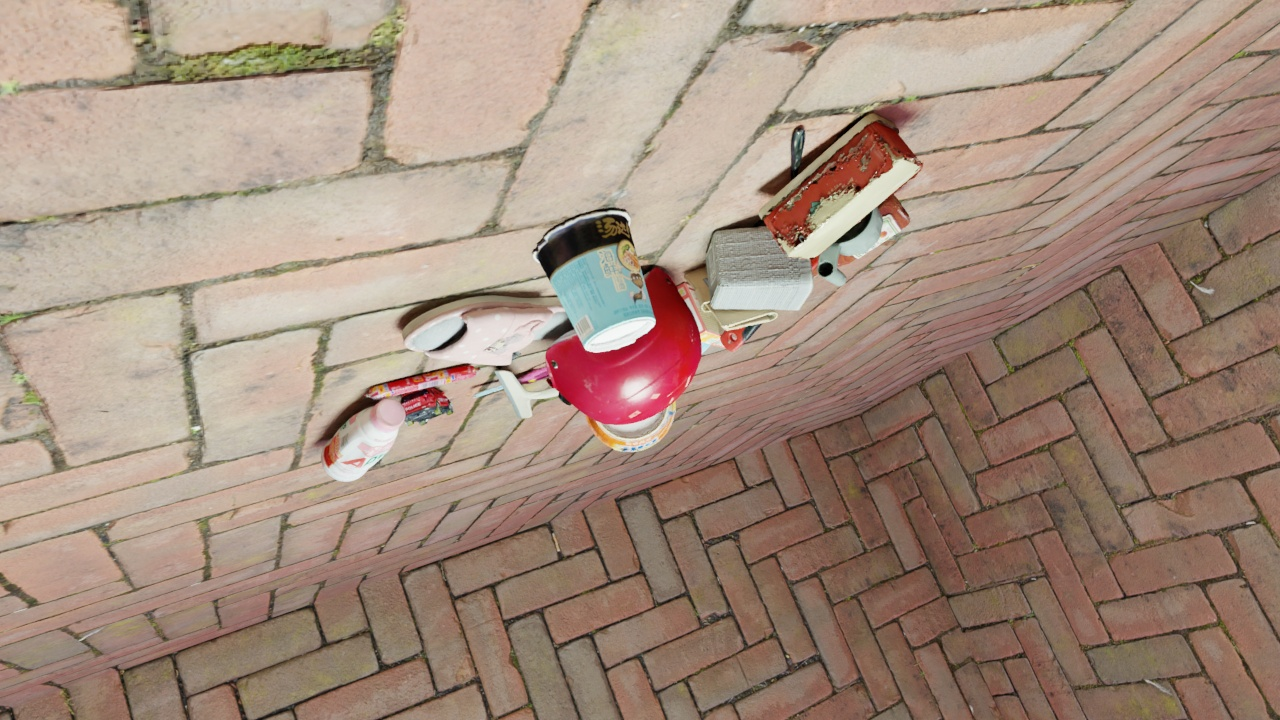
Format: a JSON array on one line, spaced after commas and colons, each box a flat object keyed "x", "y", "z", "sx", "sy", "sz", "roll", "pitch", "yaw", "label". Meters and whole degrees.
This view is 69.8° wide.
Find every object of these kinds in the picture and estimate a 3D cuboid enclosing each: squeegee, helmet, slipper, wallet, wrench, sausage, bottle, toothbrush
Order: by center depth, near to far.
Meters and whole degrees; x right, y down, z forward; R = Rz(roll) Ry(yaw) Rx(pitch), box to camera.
[{"x": 0.171, "y": -0.210, "z": 1.008, "sx": 0.015, "sy": 0.018, "sz": 0.181, "roll": -20, "pitch": 165, "yaw": 2, "label": "toothbrush"}, {"x": -0.157, "y": -0.033, "z": 1.078, "sx": 0.114, "sy": 0.054, "sz": 0.273, "roll": -33, "pitch": 164, "yaw": 37, "label": "slipper"}, {"x": -0.280, "y": 0.027, "z": 1.187, "sx": 0.155, "sy": 0.020, "sz": 0.020, "roll": -14, "pitch": 164, "yaw": -29, "label": "sausage"}, {"x": 0.113, "y": -0.084, "z": 1.196, "sx": 0.087, "sy": 0.115, "sz": 0.024, "roll": -12, "pitch": 139, "yaw": -22, "label": "wallet"}, {"x": -0.007, "y": 0.007, "z": 1.201, "sx": 0.206, "sy": 0.144, "sz": 0.240, "roll": -38, "pitch": 169, "yaw": -8, "label": "helmet"}, {"x": -0.367, "y": 0.103, "z": 1.225, "sx": 0.068, "sy": 0.068, "sz": 0.198, "roll": -11, "pitch": 164, "yaw": -40, "label": "bottle"}, {"x": 0.205, "y": -0.110, "z": 1.229, "sx": 0.274, "sy": 0.056, "sz": 0.016, "roll": -44, "pitch": 167, "yaw": 23, "label": "wrench"}, {"x": 0.261, "y": -0.151, "z": 1.236, "sx": 0.206, "sy": 0.059, "sz": 0.059, "roll": -34, "pitch": 163, "yaw": 19, "label": "bottle"}, {"x": -0.081, "y": 0.014, "z": 1.365, "sx": 0.246, "sy": 0.039, "sz": 0.247, "roll": -26, "pitch": 164, "yaw": -8, "label": "squeegee"}]

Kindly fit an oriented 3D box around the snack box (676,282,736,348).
[{"x": 0.096, "y": -0.062, "z": 1.315, "sx": 0.027, "sy": 0.077, "sz": 0.155, "roll": -28, "pitch": 165, "yaw": 19, "label": "snack box"}]

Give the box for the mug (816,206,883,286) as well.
[{"x": 0.246, "y": -0.155, "z": 1.125, "sx": 0.084, "sy": 0.124, "sz": 0.103, "roll": 13, "pitch": -178, "yaw": 22, "label": "mug"}]

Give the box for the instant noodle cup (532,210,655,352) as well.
[{"x": -0.040, "y": -0.077, "z": 0.956, "sx": 0.111, "sy": 0.120, "sz": 0.111, "roll": -21, "pitch": 166, "yaw": -6, "label": "instant noodle cup"}]

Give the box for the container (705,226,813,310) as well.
[{"x": 0.144, "y": -0.113, "z": 1.136, "sx": 0.114, "sy": 0.090, "sz": 0.090, "roll": -3, "pitch": 163, "yaw": -4, "label": "container"}]

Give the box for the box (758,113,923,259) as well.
[{"x": 0.224, "y": -0.182, "z": 1.014, "sx": 0.169, "sy": 0.079, "sz": 0.091, "roll": -41, "pitch": 160, "yaw": 29, "label": "box"}]

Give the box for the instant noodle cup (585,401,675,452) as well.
[{"x": -0.016, "y": 0.070, "z": 1.452, "sx": 0.151, "sy": 0.151, "sz": 0.111, "roll": -22, "pitch": 175, "yaw": -3, "label": "instant noodle cup"}]

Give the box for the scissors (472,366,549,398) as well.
[{"x": -0.188, "y": 0.035, "z": 1.355, "sx": 0.135, "sy": 0.017, "sz": 0.063, "roll": -20, "pitch": 170, "yaw": -26, "label": "scissors"}]

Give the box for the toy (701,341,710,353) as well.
[{"x": 0.084, "y": -0.034, "z": 1.464, "sx": 0.161, "sy": 0.049, "sz": 0.157, "roll": -16, "pitch": 154, "yaw": -31, "label": "toy"}]

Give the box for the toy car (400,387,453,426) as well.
[{"x": -0.290, "y": 0.061, "z": 1.243, "sx": 0.053, "sy": 0.045, "sz": 0.120, "roll": -20, "pitch": 174, "yaw": -2, "label": "toy car"}]
